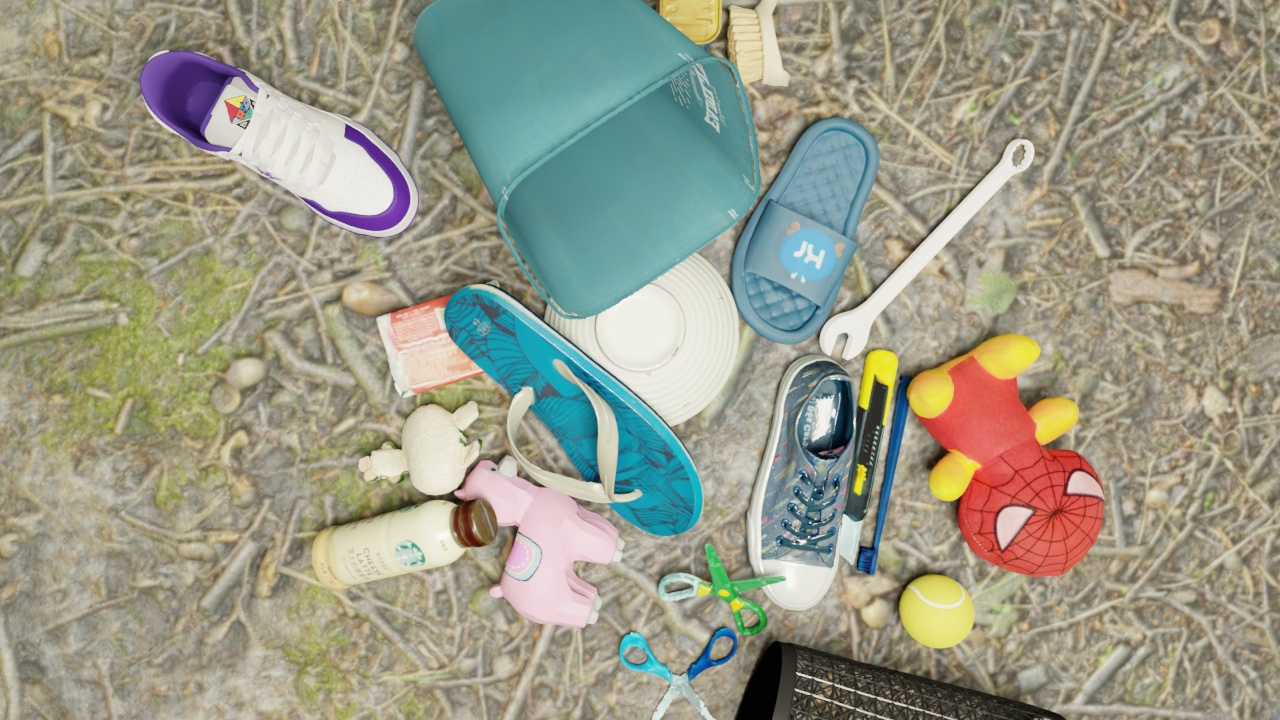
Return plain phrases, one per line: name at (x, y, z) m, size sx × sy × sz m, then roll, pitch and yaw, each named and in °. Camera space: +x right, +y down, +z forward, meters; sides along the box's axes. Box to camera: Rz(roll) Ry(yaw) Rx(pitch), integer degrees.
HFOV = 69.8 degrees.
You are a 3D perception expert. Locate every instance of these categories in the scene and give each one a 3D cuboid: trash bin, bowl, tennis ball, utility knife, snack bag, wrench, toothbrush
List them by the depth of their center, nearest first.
trash bin at (-0.052, -0.191, 0.719) m, size 0.199 × 0.197 × 0.218 m, roll -33°, pitch 62°, yaw -2°
trash bin at (0.205, 0.360, 0.778) m, size 0.243 × 0.217 × 0.217 m, roll 20°, pitch 90°, yaw 3°
bowl at (0.000, -0.026, 0.792) m, size 0.177 × 0.071 × 0.177 m, roll 0°, pitch 88°, yaw 1°
snack bag at (-0.170, -0.019, 0.820) m, size 0.116 × 0.036 × 0.077 m, roll -18°, pitch 94°, yaw -3°
tennis ball at (0.271, 0.229, 0.839) m, size 0.065 × 0.065 × 0.065 m, roll 0°, pitch 92°, yaw -3°
wrench at (0.266, -0.103, 0.848) m, size 0.273 × 0.009 × 0.047 m, roll -46°, pitch 122°, yaw -2°
utility knife at (0.209, 0.090, 0.855) m, size 0.029 × 0.020 × 0.203 m, roll 9°, pitch 92°, yaw -2°
toothbrush at (0.229, 0.107, 0.858) m, size 0.017 × 0.016 × 0.190 m, roll 12°, pitch 91°, yaw 3°

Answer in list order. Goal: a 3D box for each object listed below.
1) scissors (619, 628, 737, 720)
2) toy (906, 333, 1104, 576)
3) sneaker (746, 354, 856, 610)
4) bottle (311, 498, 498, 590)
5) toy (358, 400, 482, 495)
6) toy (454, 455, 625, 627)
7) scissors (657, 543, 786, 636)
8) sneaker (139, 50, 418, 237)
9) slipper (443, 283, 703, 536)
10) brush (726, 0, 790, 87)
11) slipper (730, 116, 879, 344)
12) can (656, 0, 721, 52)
scissors at (0.041, 0.293, 0.854) m, size 0.133 × 0.014 × 0.127 m, roll -37°, pitch 95°, yaw 0°
toy at (0.328, 0.092, 0.822) m, size 0.147 × 0.098 × 0.216 m, roll -25°, pitch 92°, yaw 6°
sneaker at (0.148, 0.112, 0.821) m, size 0.087 × 0.079 × 0.235 m, roll 7°, pitch 91°, yaw -4°
bottle at (-0.202, 0.155, 0.788) m, size 0.162 × 0.056 × 0.056 m, roll -17°, pitch 93°, yaw 18°
toy at (-0.185, 0.079, 0.807) m, size 0.112 × 0.050 × 0.087 m, roll -28°, pitch 58°, yaw 5°
toy at (-0.096, 0.161, 0.817) m, size 0.157 × 0.067 × 0.123 m, roll 23°, pitch 93°, yaw 1°
scissors at (0.073, 0.208, 0.830) m, size 0.132 × 0.011 × 0.126 m, roll -8°, pitch 125°, yaw 20°
sneaker at (-0.303, -0.187, 0.769) m, size 0.244 × 0.111 × 0.092 m, roll 27°, pitch 90°, yaw -4°
slipper at (-0.056, 0.055, 0.776) m, size 0.295 × 0.060 × 0.118 m, roll 45°, pitch 127°, yaw -12°
brush at (0.146, -0.367, 0.823) m, size 0.077 × 0.062 × 0.272 m, roll 25°, pitch 86°, yaw -8°
slipper at (0.149, -0.120, 0.825) m, size 0.104 × 0.059 × 0.213 m, roll 21°, pitch 89°, yaw -2°
can at (0.041, -0.321, 0.811) m, size 0.054 × 0.059 × 0.100 m, roll 1°, pitch 92°, yaw -4°
